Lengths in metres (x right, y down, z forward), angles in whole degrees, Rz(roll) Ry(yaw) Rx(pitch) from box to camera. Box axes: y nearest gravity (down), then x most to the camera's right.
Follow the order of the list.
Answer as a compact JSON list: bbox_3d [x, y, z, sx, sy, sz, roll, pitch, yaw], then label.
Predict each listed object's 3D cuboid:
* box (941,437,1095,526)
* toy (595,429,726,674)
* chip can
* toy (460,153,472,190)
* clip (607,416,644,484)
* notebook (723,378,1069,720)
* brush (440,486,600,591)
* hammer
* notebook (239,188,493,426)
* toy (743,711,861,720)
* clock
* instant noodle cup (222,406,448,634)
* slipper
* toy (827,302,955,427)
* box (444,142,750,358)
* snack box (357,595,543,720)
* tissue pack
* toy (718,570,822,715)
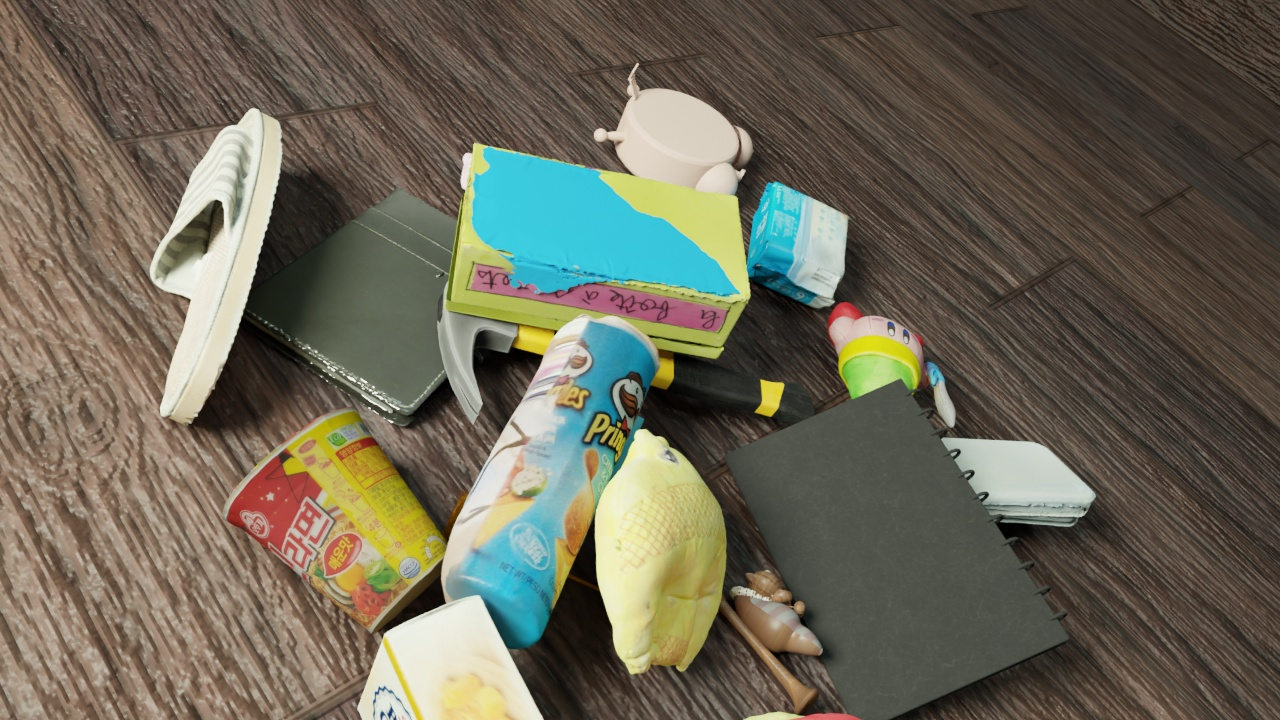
[{"bbox_3d":[0.280,0.099,0.790,0.213,0.063,0.118,9,17,-17],"label":"box"},{"bbox_3d":[0.013,0.121,0.592,0.065,0.170,0.154,-7,72,20],"label":"toy"},{"bbox_3d":[-0.057,0.067,0.591,0.080,0.080,0.228,26,47,-2],"label":"chip can"},{"bbox_3d":[-0.118,-0.155,0.856,0.110,0.047,0.063,17,52,-25],"label":"toy"},{"bbox_3d":[-0.031,0.094,0.682,0.120,0.033,0.118,-7,51,-31],"label":"clip"},{"bbox_3d":[0.187,0.135,0.695,0.169,0.019,0.231,-23,57,-2],"label":"notebook"},{"bbox_3d":[-0.073,0.132,0.630,0.126,0.017,0.048,26,43,-3],"label":"brush"},{"bbox_3d":[-0.004,0.004,0.739,0.324,0.034,0.169,15,48,-16],"label":"hammer"},{"bbox_3d":[-0.190,-0.052,0.737,0.169,0.030,0.208,31,47,6],"label":"notebook"},{"bbox_3d":[0.103,0.237,0.547,0.091,0.135,0.045,-2,82,-28],"label":"toy"},{"bbox_3d":[0.046,-0.246,1.000,0.160,0.086,0.130,32,43,-6],"label":"clock"},{"bbox_3d":[-0.176,0.102,0.558,0.112,0.101,0.100,46,46,7],"label":"instant noodle cup"},{"bbox_3d":[-0.305,-0.079,0.651,0.054,0.115,0.272,26,41,-38],"label":"slipper"},{"bbox_3d":[0.224,0.017,0.856,0.124,0.097,0.131,29,25,-8],"label":"toy"},{"bbox_3d":[-0.034,-0.084,0.712,0.221,0.079,0.124,7,51,-13],"label":"box"},{"bbox_3d":[-0.074,0.238,0.468,0.057,0.104,0.208,-14,58,-36],"label":"snack box"},{"bbox_3d":[0.162,-0.119,0.950,0.093,0.062,0.144,23,46,-8],"label":"tissue pack"},{"bbox_3d":[0.096,0.191,0.645,0.054,0.042,0.102,-34,60,-19],"label":"toy"}]
